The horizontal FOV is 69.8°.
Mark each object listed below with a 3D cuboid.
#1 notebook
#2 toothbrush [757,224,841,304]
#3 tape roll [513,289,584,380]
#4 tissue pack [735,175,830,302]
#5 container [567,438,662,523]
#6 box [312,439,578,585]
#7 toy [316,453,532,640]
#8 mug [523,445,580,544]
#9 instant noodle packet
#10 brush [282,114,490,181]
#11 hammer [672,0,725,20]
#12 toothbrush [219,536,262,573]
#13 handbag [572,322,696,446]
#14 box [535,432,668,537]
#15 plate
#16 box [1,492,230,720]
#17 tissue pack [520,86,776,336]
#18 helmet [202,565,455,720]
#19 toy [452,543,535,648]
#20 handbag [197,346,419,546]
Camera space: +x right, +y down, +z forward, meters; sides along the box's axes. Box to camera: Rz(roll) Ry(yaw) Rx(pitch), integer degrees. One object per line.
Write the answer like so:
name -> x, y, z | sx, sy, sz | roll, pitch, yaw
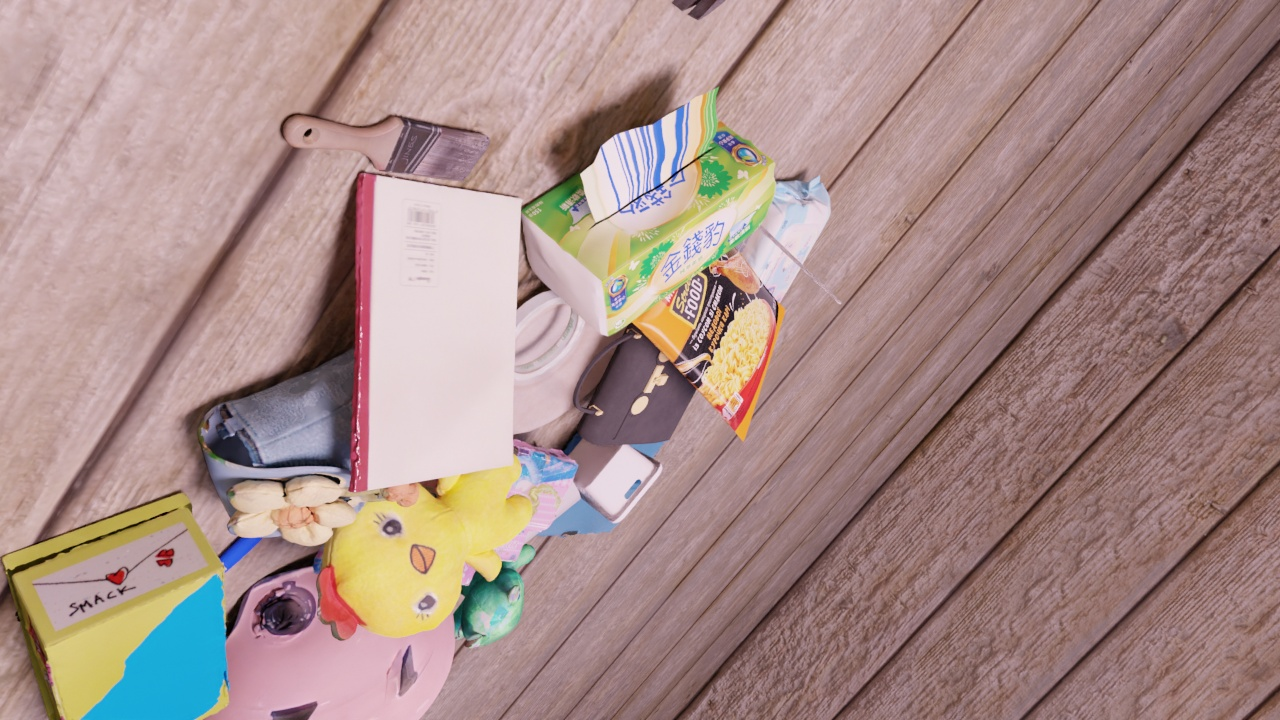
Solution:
notebook -> -0.141, -0.019, 0.654 | 0.152, 0.012, 0.209 | -3, 97, -55
toothbrush -> 0.124, -0.108, 0.861 | 0.010, 0.181, 0.010 | -2, 134, -49
tape roll -> -0.087, -0.022, 0.793 | 0.092, 0.013, 0.093 | -35, 153, -21
tissue pack -> 0.133, -0.116, 0.993 | 0.111, 0.070, 0.182 | -12, 138, -49
container -> -0.039, 0.119, 1.003 | 0.049, 0.129, 0.080 | 44, 80, -20
box -> -0.173, 0.140, 0.847 | 0.230, 0.035, 0.159 | 21, 97, -47
toy -> -0.178, 0.148, 0.759 | 0.207, 0.092, 0.134 | -25, 106, -29
mug -> -0.121, 0.155, 1.000 | 0.089, 0.073, 0.105 | -38, 154, -18
instant noodle packet -> 0.069, -0.046, 0.875 | 0.221, 0.032, 0.159 | 45, 55, -40
brush -> -0.157, -0.137, 0.583 | 0.151, 0.012, 0.039 | -5, 134, -54
hammer -> -0.024, -0.263, 0.585 | 0.299, 0.028, 0.111 | -25, 147, -36
toothbrush -> -0.300, 0.124, 0.754 | 0.182, 0.018, 0.016 | -43, 155, -1
handbag -> -0.005, 0.005, 0.914 | 0.195, 0.072, 0.176 | -12, 134, -60
box -> -0.050, 0.150, 1.152 | 0.175, 0.033, 0.231 | -52, 154, 12
plate -> -0.084, -0.008, 0.869 | 0.188, 0.027, 0.189 | -35, 153, -22
box -> -0.381, 0.211, 0.685 | 0.124, 0.081, 0.222 | -24, 150, -37
tissue pack -> 0.008, -0.137, 0.730 | 0.197, 0.120, 0.142 | -43, 154, -23
helmet -> -0.291, 0.300, 0.882 | 0.254, 0.152, 0.231 | -21, 149, -31
toy -> -0.169, 0.245, 0.979 | 0.072, 0.193, 0.130 | 40, 85, -22
handbag -> -0.214, 0.064, 0.672 | 0.191, 0.118, 0.122 | -25, 147, -30
